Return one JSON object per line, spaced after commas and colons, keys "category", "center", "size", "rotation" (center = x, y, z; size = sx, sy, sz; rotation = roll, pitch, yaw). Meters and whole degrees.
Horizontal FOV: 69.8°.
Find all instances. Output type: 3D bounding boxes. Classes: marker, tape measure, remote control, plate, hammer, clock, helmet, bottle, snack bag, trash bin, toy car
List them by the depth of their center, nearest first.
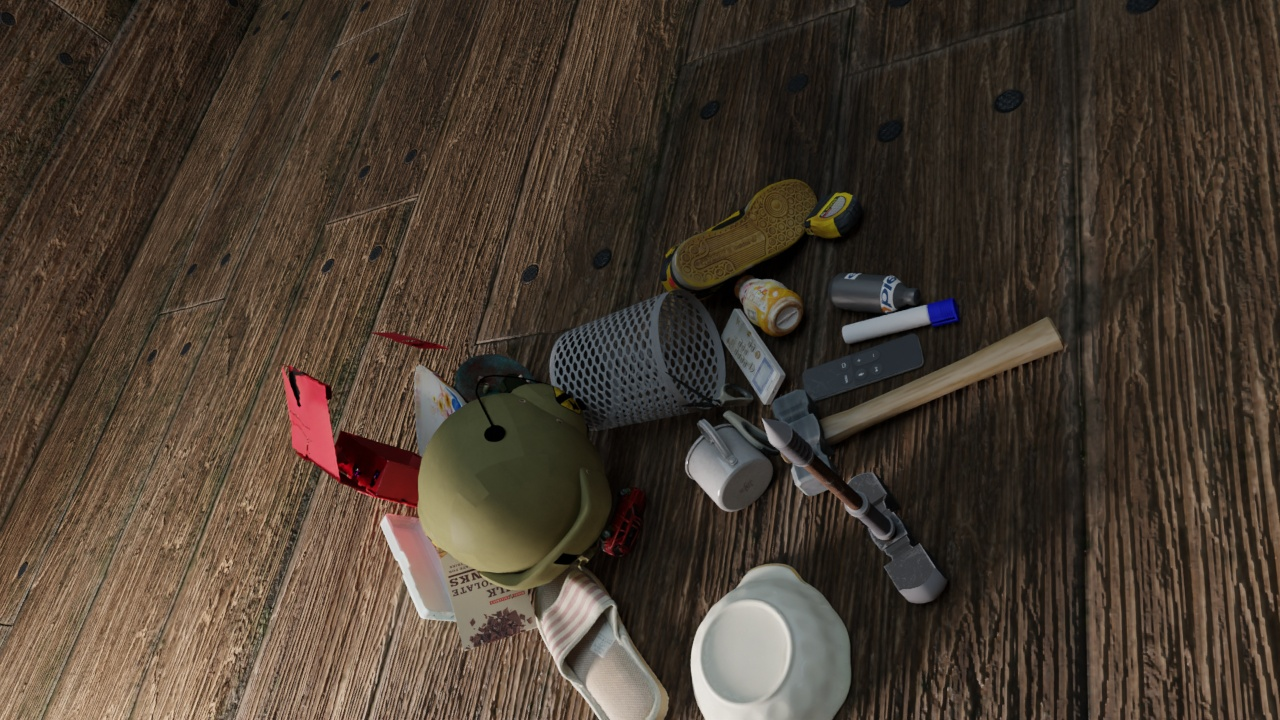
{"category": "hammer", "center": [0.188, 0.121, 0.857], "size": [0.043, 0.322, 0.156], "rotation": [-37, 46, 13]}
{"category": "hammer", "center": [0.302, 0.038, 1.019], "size": [0.323, 0.051, 0.117], "rotation": [-27, 50, 19]}
{"category": "marker", "center": [0.306, -0.044, 1.083], "size": [0.133, 0.023, 0.027], "rotation": [-15, 76, 30]}
{"category": "remote control", "center": [0.262, 0.010, 1.092], "size": [0.147, 0.008, 0.045], "rotation": [-21, 52, 27]}
{"category": "bottle", "center": [0.282, -0.081, 1.108], "size": [0.112, 0.047, 0.047], "rotation": [10, 70, 41]}
{"category": "helmet", "center": [-0.147, 0.161, 1.124], "size": [0.250, 0.255, 0.233], "rotation": [-47, 39, 7]}
{"category": "toy car", "center": [-0.019, 0.205, 1.164], "size": [0.036, 0.042, 0.091], "rotation": [8, 69, 33]}
{"category": "remote control", "center": [0.142, -0.006, 1.176], "size": [0.135, 0.011, 0.050], "rotation": [62, 141, 43]}
{"category": "bottle", "center": [0.162, -0.076, 1.187], "size": [0.063, 0.063, 0.109], "rotation": [-47, 37, 4]}
{"category": "tape measure", "center": [0.256, -0.188, 1.201], "size": [0.064, 0.037, 0.065], "rotation": [9, 55, 46]}
{"category": "trash bin", "center": [-0.007, 0.007, 1.204], "size": [0.184, 0.156, 0.156], "rotation": [-16, 54, 33]}
{"category": "snack bag", "center": [-0.210, 0.282, 1.212], "size": [0.094, 0.070, 0.206], "rotation": [-15, 44, -15]}
{"category": "clock", "center": [-0.209, 0.060, 1.344], "size": [0.157, 0.121, 0.073], "rotation": [58, 140, 34]}
{"category": "plate", "center": [-0.287, 0.110, 1.355], "size": [0.187, 0.016, 0.187], "rotation": [33, 128, 46]}

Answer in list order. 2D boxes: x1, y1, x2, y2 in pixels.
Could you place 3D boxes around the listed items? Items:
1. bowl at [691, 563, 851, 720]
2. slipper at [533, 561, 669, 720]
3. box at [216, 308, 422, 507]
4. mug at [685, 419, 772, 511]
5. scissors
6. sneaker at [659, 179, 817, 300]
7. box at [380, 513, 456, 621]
{"category": "bowl", "center": [0.124, 0.314, 0.971], "size": [0.189, 0.060, 0.218], "rotation": [-13, 55, 31]}
{"category": "slipper", "center": [-0.058, 0.339, 1.102], "size": [0.115, 0.052, 0.263], "rotation": [-48, 45, 4]}
{"category": "box", "center": [-0.431, 0.100, 1.272], "size": [0.123, 0.378, 0.212], "rotation": [-53, 32, -16]}
{"category": "mug", "center": [0.101, 0.118, 1.077], "size": [0.084, 0.113, 0.070], "rotation": [-36, 47, -8]}
{"category": "scissors", "center": [0.104, 0.060, 1.095], "size": [0.157, 0.170, 0.013], "rotation": [42, 115, 20]}
{"category": "sneaker", "center": [0.129, -0.157, 1.253], "size": [0.238, 0.086, 0.122], "rotation": [-31, -1, -20]}
{"category": "box", "center": [-0.285, 0.275, 1.306], "size": [0.122, 0.078, 0.197], "rotation": [-33, 46, -9]}
